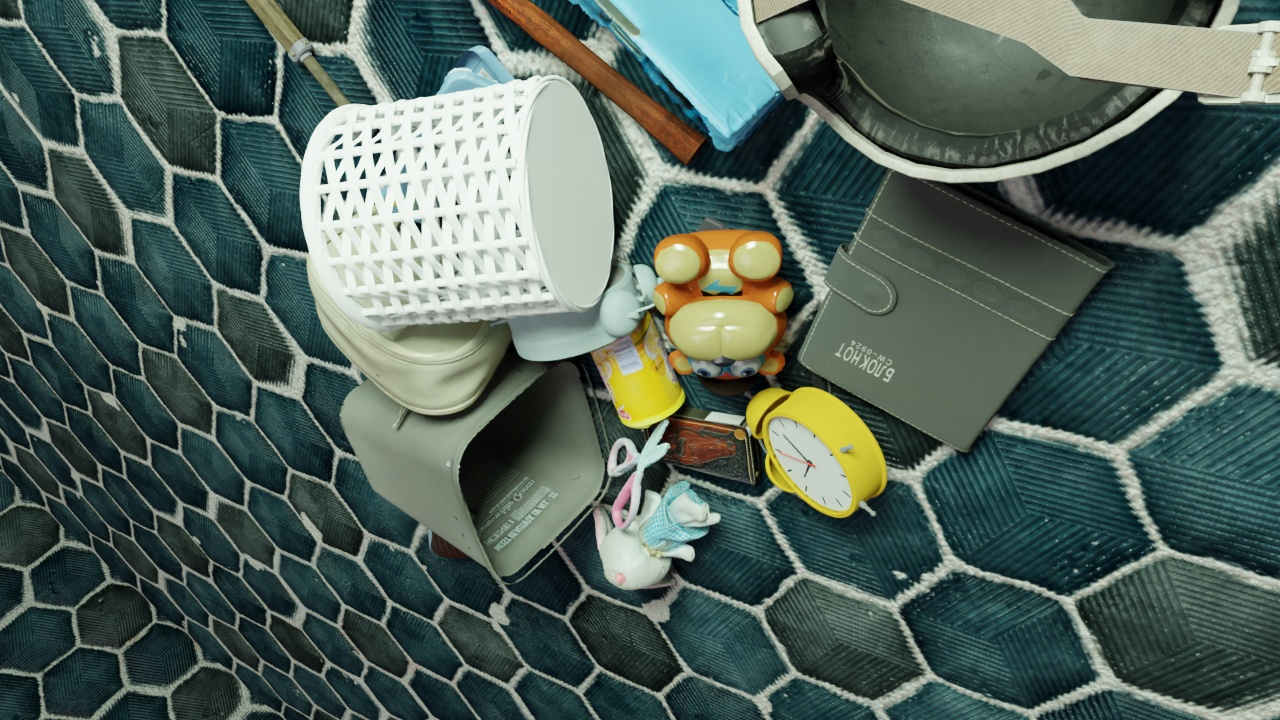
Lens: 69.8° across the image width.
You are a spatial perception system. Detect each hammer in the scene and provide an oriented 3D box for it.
[{"bbox_3d":[-0.072,-0.256,0.718,0.300,0.028,0.111,38,170,-3],"label":"hammer"},{"bbox_3d":[-0.364,-0.347,0.888,0.317,0.028,0.147,51,138,-9],"label":"hammer"}]

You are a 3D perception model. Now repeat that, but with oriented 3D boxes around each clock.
[{"bbox_3d":[0.148,0.078,0.805,0.152,0.052,0.113,18,137,56],"label":"clock"},{"bbox_3d":[-0.049,-0.048,0.824,0.160,0.122,0.045,-8,115,26],"label":"clock"}]

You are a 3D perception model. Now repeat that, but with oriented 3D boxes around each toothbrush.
[{"bbox_3d":[0.176,0.074,0.830,0.013,0.013,0.167,5,128,35],"label":"toothbrush"}]

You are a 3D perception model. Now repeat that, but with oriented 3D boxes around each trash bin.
[{"bbox_3d":[-0.185,0.090,0.996,0.220,0.196,0.198,15,133,36],"label":"trash bin"}]

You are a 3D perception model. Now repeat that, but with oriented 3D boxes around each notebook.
[{"bbox_3d":[0.221,-0.036,0.696,0.169,0.029,0.210,30,135,13],"label":"notebook"}]

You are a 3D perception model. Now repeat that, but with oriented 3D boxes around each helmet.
[{"bbox_3d":[0.167,-0.198,0.433,0.234,0.252,0.234,-12,91,37],"label":"helmet"}]

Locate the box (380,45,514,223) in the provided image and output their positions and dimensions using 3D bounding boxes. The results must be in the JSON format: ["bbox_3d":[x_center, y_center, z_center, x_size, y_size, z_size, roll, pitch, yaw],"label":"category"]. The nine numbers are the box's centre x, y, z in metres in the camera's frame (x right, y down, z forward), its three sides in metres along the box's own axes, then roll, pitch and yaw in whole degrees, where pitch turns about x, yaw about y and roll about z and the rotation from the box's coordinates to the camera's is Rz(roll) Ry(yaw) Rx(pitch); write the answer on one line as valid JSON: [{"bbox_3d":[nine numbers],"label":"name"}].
[{"bbox_3d":[-0.186,-0.195,0.850,0.069,0.063,0.211,46,139,-6],"label":"box"}]

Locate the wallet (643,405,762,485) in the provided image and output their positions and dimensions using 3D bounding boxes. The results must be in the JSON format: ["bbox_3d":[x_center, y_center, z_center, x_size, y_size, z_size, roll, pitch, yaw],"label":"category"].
[{"bbox_3d":[0.061,0.081,0.917,0.123,0.019,0.072,9,124,32],"label":"wallet"}]

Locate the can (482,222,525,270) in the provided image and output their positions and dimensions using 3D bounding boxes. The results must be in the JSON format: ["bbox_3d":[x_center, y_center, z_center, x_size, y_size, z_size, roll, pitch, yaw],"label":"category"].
[{"bbox_3d":[-0.127,-0.121,0.887,0.095,0.032,0.032,44,138,-1],"label":"can"}]

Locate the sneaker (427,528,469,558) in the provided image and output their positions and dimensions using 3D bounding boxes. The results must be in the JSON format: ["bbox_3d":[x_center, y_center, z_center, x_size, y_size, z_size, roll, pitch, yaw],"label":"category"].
[{"bbox_3d":[-0.246,0.183,1.213,0.083,0.098,0.242,-4,147,-4],"label":"sneaker"}]

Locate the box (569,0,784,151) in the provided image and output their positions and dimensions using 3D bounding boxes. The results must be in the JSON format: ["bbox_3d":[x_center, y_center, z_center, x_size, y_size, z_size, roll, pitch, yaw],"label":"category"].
[{"bbox_3d":[-0.006,-0.241,0.640,0.231,0.109,0.094,46,137,-3],"label":"box"}]

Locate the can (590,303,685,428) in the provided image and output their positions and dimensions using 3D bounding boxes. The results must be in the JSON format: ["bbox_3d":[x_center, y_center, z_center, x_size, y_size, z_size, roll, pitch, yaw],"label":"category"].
[{"bbox_3d":[-0.005,0.005,0.870,0.068,0.067,0.105,-3,121,39],"label":"can"}]

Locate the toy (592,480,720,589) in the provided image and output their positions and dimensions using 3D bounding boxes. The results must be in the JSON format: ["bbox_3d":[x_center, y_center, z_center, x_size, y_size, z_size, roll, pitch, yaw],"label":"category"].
[{"bbox_3d":[0.015,0.203,0.990,0.131,0.105,0.206,43,140,-4],"label":"toy"}]

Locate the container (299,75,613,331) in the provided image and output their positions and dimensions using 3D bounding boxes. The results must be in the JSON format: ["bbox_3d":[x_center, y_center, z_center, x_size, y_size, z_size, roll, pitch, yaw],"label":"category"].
[{"bbox_3d":[-0.140,-0.124,0.747,0.187,0.188,0.189,-3,122,18],"label":"container"}]

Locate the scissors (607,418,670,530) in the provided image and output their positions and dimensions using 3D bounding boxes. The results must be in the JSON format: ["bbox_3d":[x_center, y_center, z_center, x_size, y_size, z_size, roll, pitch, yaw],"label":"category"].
[{"bbox_3d":[-0.004,0.092,0.938,0.016,0.108,0.180,3,140,-18],"label":"scissors"}]

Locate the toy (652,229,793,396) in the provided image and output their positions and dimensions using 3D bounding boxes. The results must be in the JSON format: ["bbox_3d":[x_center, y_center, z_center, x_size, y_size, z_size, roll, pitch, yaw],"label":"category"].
[{"bbox_3d":[0.070,-0.040,0.756,0.112,0.096,0.176,-2,148,11],"label":"toy"}]

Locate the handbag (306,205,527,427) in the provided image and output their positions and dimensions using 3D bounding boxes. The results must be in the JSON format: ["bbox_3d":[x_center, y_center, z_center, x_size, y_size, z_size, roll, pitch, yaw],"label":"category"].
[{"bbox_3d":[-0.225,-0.046,0.915,0.229,0.183,0.132,27,140,16],"label":"handbag"}]

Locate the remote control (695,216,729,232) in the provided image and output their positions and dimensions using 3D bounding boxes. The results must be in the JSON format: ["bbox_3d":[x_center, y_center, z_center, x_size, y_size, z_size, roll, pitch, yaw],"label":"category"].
[{"bbox_3d":[0.054,-0.072,0.805,0.046,0.009,0.125,36,138,8],"label":"remote control"}]
